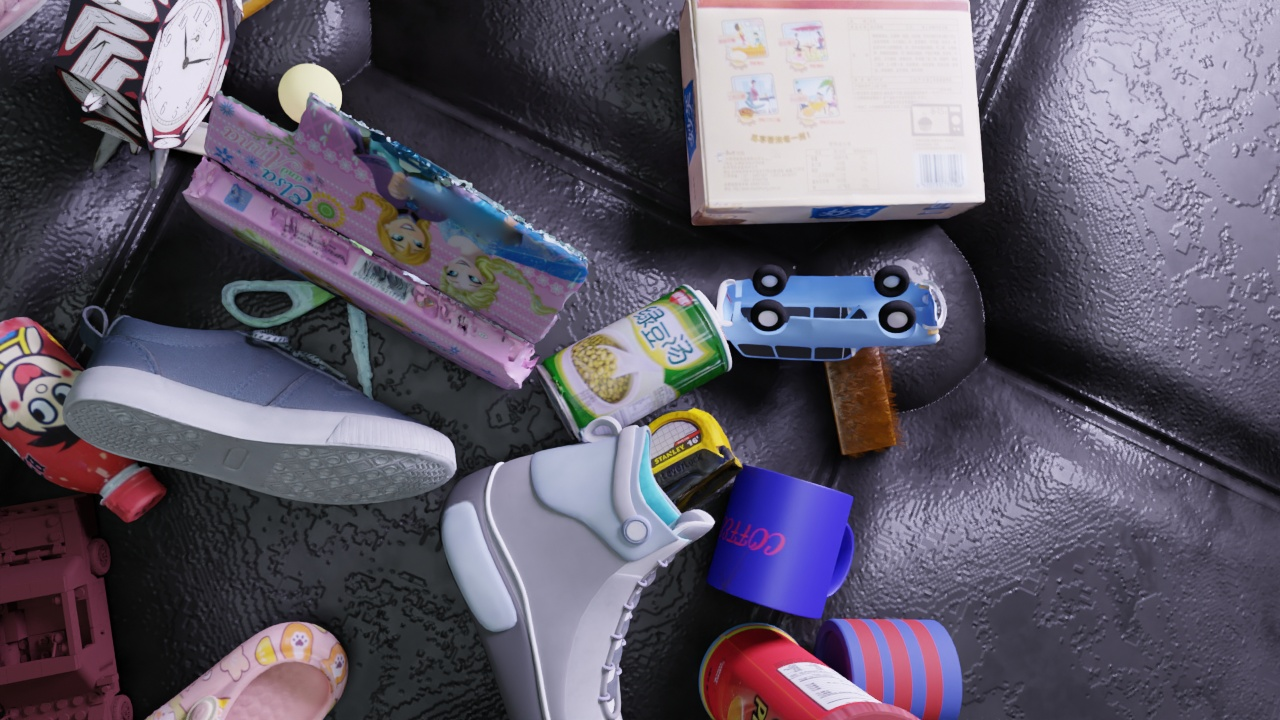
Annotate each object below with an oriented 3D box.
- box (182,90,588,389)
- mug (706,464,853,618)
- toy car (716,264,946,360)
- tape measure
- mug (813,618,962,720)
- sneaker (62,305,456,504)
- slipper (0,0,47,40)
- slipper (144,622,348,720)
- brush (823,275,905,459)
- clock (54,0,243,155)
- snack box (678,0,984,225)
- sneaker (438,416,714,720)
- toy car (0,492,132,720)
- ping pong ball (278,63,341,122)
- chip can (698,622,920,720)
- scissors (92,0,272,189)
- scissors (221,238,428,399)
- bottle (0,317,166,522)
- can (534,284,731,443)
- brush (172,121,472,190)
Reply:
[{"bbox_3d":[-0.157,-0.062,0.550,0.230,0.161,0.061,30,59,-9],"label":"box"},{"bbox_3d":[0.106,0.126,0.633,0.111,0.079,0.083,21,82,-35],"label":"mug"},{"bbox_3d":[0.130,-0.031,0.634,0.153,0.056,0.055,1,129,9],"label":"toy car"},{"bbox_3d":[0.029,0.066,0.628,0.065,0.037,0.064,-37,54,5],"label":"tape measure"},{"bbox_3d":[0.165,0.234,0.638,0.076,0.075,0.112,3,112,-9],"label":"mug"},{"bbox_3d":[-0.231,0.027,0.580,0.235,0.089,0.087,17,50,-23],"label":"sneaker"},{"bbox_3d":[-0.463,-0.235,0.573,0.114,0.054,0.274,39,82,-5],"label":"slipper"},{"bbox_3d":[-0.256,0.248,0.549,0.197,0.081,0.093,-47,125,-13],"label":"slipper"},{"bbox_3d":[0.158,0.004,0.673,0.048,0.017,0.126,-10,88,-9],"label":"brush"},{"bbox_3d":[-0.292,-0.207,0.550,0.065,0.115,0.154,22,81,-8],"label":"clock"},{"bbox_3d":[0.135,-0.180,0.662,0.207,0.055,0.153,-3,87,-9],"label":"snack box"},{"bbox_3d":[-0.013,0.170,0.577,0.160,0.093,0.256,-24,90,10],"label":"sneaker"},{"bbox_3d":[-0.361,0.171,0.559,0.070,0.062,0.170,-9,88,-9],"label":"toy car"},{"bbox_3d":[-0.221,-0.177,0.614,0.040,0.040,0.040,1,86,-9],"label":"ping pong ball"},{"bbox_3d":[0.098,0.220,0.549,0.087,0.213,0.087,1,86,-9],"label":"chip can"},{"bbox_3d":[-0.299,-0.225,0.616,0.175,0.016,0.225,-2,85,-9],"label":"scissors"},{"bbox_3d":[-0.195,-0.054,0.626,0.172,0.021,0.171,-4,84,-14],"label":"scissors"},{"bbox_3d":[-0.354,0.042,0.569,0.062,0.062,0.137,-45,93,-9],"label":"bottle"},{"bbox_3d":[-0.004,0.004,0.623,0.121,0.067,0.067,-28,91,-9],"label":"can"},{"bbox_3d":[-0.222,-0.131,0.616,0.217,0.012,0.033,14,81,-1],"label":"brush"}]
